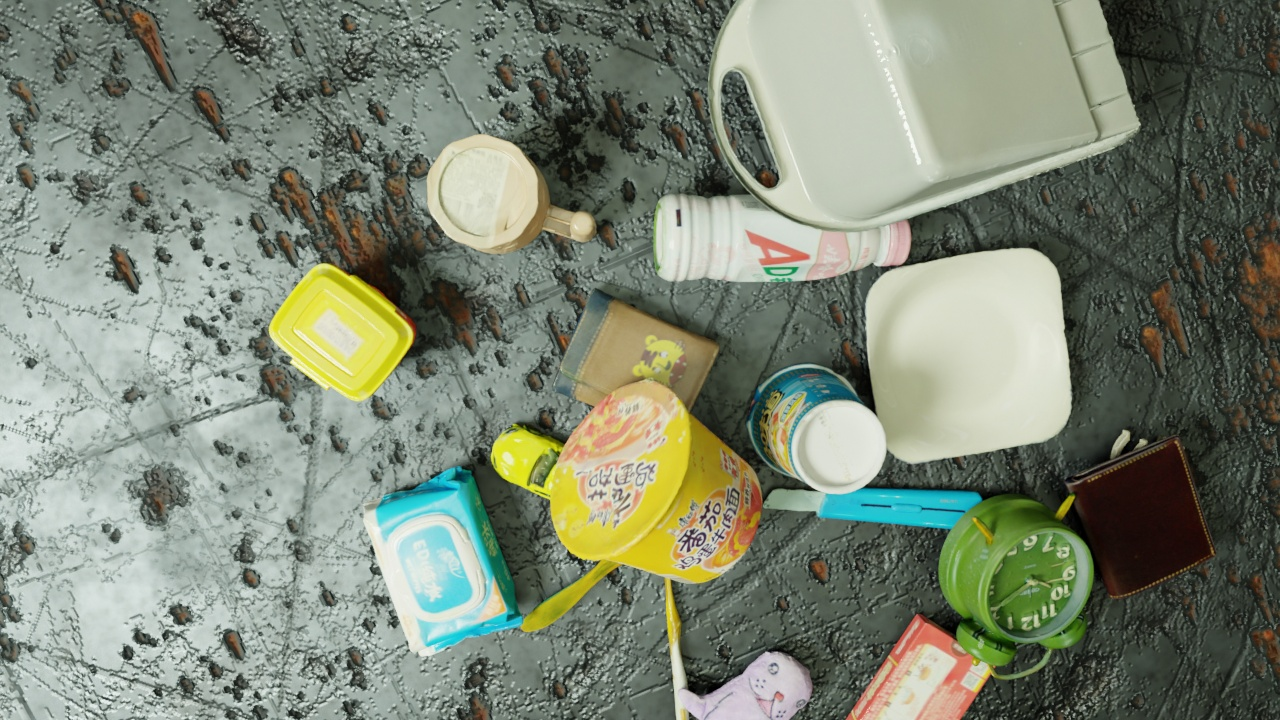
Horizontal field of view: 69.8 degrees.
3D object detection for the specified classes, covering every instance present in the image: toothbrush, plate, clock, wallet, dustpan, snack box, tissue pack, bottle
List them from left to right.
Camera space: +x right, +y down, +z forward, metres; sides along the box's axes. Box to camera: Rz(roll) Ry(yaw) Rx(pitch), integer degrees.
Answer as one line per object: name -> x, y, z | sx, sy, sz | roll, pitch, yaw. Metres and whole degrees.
snack box -> -0.221, -0.022, 0.700 | 0.091, 0.080, 0.082 | 39, 92, -7
tissue pack -> -0.158, 0.161, 0.734 | 0.090, 0.063, 0.140 | -19, 97, -1
wallet -> -0.004, 0.004, 0.741 | 0.115, 0.033, 0.090 | 23, 94, -9
toothbrush -> 0.032, 0.227, 0.777 | 0.018, 0.016, 0.191 | -7, 97, -11
bottle -> 0.111, -0.095, 0.718 | 0.197, 0.068, 0.068 | 0, 97, -6
dustpan -> 0.190, -0.213, 0.666 | 0.257, 0.143, 0.222 | -25, 97, -25
snack box -> 0.231, 0.301, 0.790 | 0.075, 0.025, 0.153 | 32, 94, -5
plate -> 0.264, -0.005, 0.751 | 0.164, 0.034, 0.163 | -9, 97, -2
clock -> 0.312, 0.189, 0.757 | 0.116, 0.056, 0.161 | -10, 106, -12
wallet -> 0.414, 0.130, 0.756 | 0.096, 0.020, 0.122 | -26, 107, 5

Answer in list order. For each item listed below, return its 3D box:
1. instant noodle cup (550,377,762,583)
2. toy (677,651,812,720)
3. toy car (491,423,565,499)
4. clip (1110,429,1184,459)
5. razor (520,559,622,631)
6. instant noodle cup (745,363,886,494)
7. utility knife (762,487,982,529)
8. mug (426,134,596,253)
instant noodle cup -> 0.018, 0.100, 0.695 | 0.109, 0.138, 0.138 | 33, 94, -36
toy -> 0.093, 0.285, 0.774 | 0.108, 0.039, 0.084 | -31, 101, 2
toy car -> -0.072, 0.090, 0.746 | 0.105, 0.032, 0.048 | 26, 95, -4
clip -> 0.434, 0.110, 0.776 | 0.083, 0.034, 0.105 | -7, 102, -2
razor -> -0.049, 0.184, 0.763 | 0.132, 0.028, 0.043 | -39, 101, 4
instant noodle cup -> 0.140, 0.058, 0.715 | 0.099, 0.110, 0.099 | 0, 97, -3
utility knife -> 0.198, 0.122, 0.771 | 0.191, 0.018, 0.034 | 4, 97, -3
mug -> -0.092, -0.115, 0.685 | 0.124, 0.103, 0.084 | 18, 95, -5
